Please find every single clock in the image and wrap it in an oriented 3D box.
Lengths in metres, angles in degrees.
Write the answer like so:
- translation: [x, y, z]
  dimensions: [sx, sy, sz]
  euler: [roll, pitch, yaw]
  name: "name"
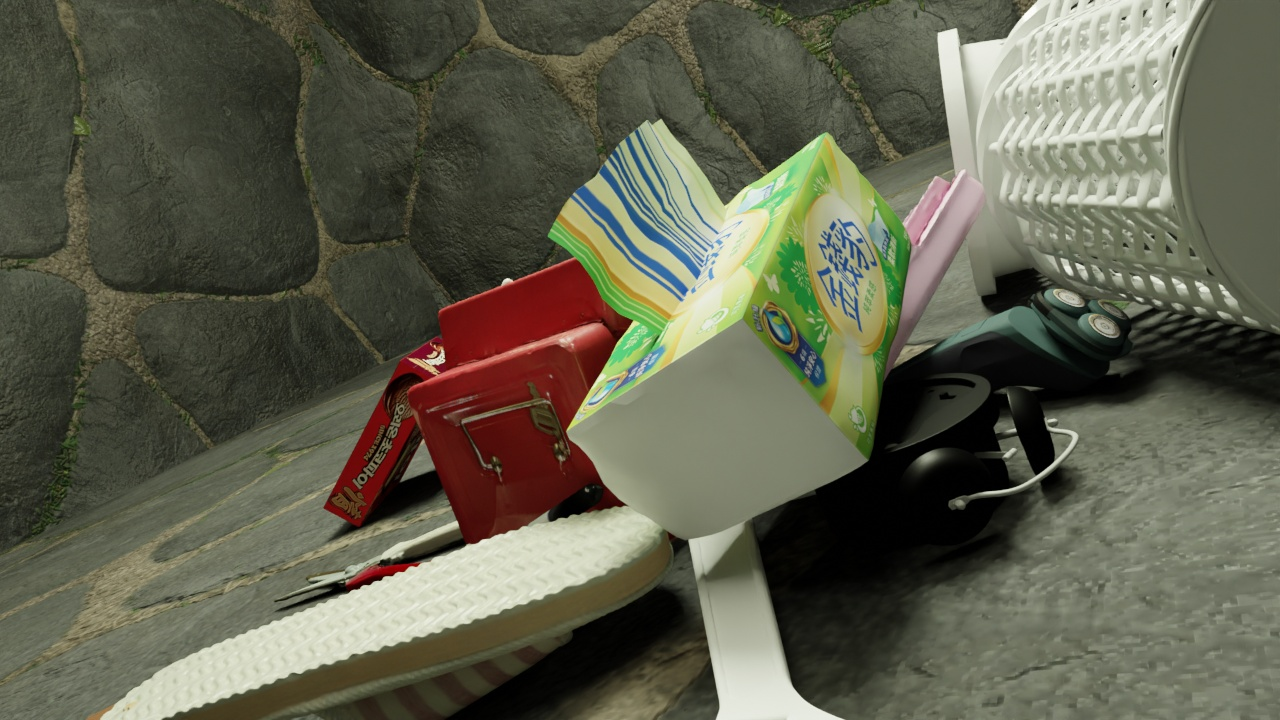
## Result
- translation: [0.120, 0.042, 0.386]
  dimensions: [0.091, 0.042, 0.121]
  euler: [-29, 11, -33]
  name: "clock"

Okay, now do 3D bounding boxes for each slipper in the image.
- translation: [-0.107, 0.130, 0.411]
  dimensions: [0.263, 0.052, 0.115]
  euler: [-19, 7, 1]
  name: "slipper"

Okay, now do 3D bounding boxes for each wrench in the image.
- translation: [0.038, 0.100, 0.341]
  dimensions: [0.066, 0.018, 0.273]
  euler: [-22, 8, 4]
  name: "wrench"

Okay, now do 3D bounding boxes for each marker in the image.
- translation: [-0.064, 0.096, 0.494]
  dimensions: [0.011, 0.011, 0.153]
  euler: [-33, -3, -46]
  name: "marker"

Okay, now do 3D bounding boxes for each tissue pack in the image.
- translation: [0.033, -0.039, 0.416]
  dimensions: [0.120, 0.141, 0.197]
  euler: [-35, 15, 30]
  name: "tissue pack"

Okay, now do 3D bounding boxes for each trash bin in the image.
- translation: [0.329, -0.158, 0.646]
  dimensions: [0.200, 0.195, 0.195]
  euler: [-8, 14, 22]
  name: "trash bin"

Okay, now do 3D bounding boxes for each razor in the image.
- translation: [0.178, 0.004, 0.480]
  dimensions: [0.143, 0.052, 0.047]
  euler: [-28, 5, 42]
  name: "razor"

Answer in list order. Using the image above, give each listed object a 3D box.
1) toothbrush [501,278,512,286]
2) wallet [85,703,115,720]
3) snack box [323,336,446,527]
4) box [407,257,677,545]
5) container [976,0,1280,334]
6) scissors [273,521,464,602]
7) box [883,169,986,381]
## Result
- translation: [-0.093, 0.024, 0.655]
  dimensions: [0.016, 0.181, 0.018]
  euler: [20, 35, 25]
  name: "toothbrush"
- translation: [-0.284, 0.206, 0.517]
  dimensions: [0.087, 0.013, 0.121]
  euler: [-26, 10, -18]
  name: "wallet"
- translation: [-0.225, 0.062, 0.860]
  dimensions: [0.152, 0.036, 0.132]
  euler: [-60, 4, 10]
  name: "snack box"
- translation: [-0.027, 0.013, 0.547]
  dimensions: [0.157, 0.156, 0.169]
  euler: [-13, 15, 43]
  name: "box"
- translation: [0.280, -0.110, 0.417]
  dimensions: [0.189, 0.189, 0.186]
  euler: [-22, 10, 4]
  name: "container"
- translation: [-0.167, 0.138, 0.624]
  dimensions: [0.179, 0.015, 0.185]
  euler: [-27, 10, -15]
  name: "scissors"
- translation: [0.121, -0.024, 0.554]
  dimensions: [0.201, 0.066, 0.154]
  euler: [-52, 17, -29]
  name: "box"
